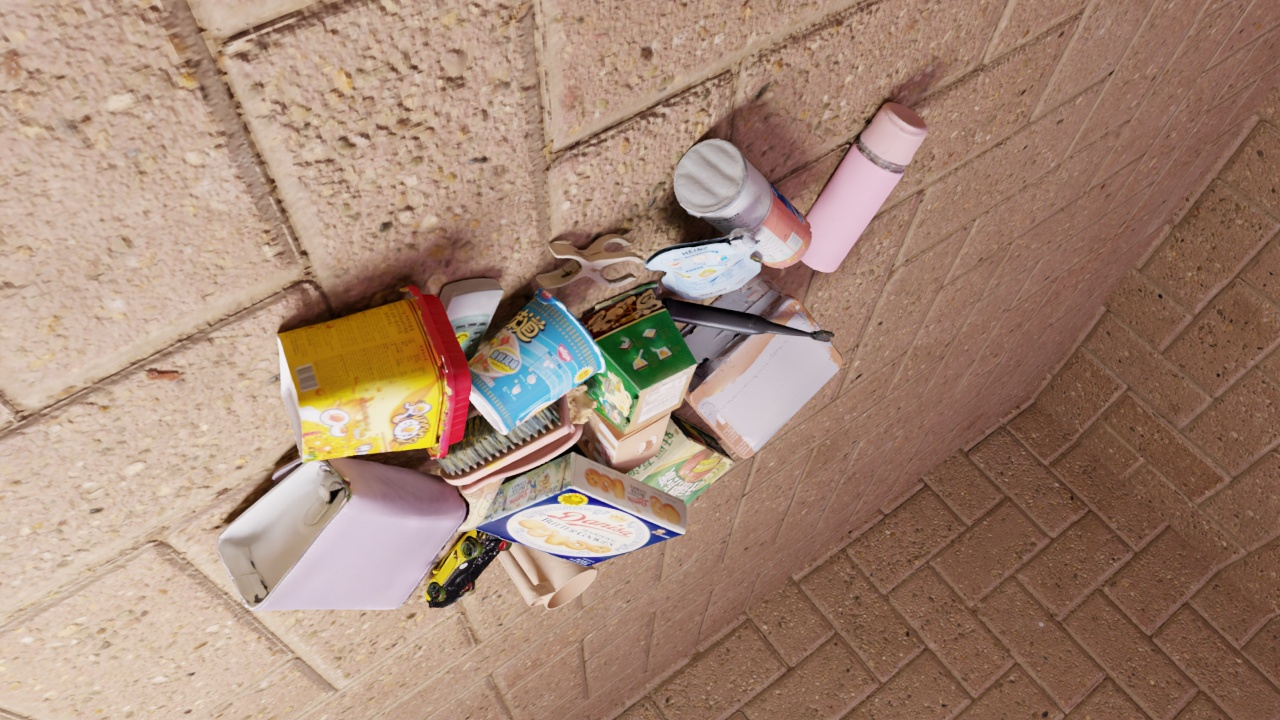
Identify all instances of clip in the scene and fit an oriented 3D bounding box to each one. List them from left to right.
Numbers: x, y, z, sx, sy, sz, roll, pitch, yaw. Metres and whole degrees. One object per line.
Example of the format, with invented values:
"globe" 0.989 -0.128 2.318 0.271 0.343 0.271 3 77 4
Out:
"clip" -0.042 -0.098 0.839 0.103 0.034 0.076 0 136 -44

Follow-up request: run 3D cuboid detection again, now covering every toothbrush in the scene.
"toothbrush" 0.124 -0.042 1.035 0.212 0.026 0.027 9 159 -18

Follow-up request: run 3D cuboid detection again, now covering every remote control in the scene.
"remote control" -0.166 -0.016 0.809 0.056 0.019 0.135 -13 144 -45

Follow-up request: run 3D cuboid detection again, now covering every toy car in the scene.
"toy car" -0.223 0.258 1.166 0.156 0.041 0.071 -52 153 21

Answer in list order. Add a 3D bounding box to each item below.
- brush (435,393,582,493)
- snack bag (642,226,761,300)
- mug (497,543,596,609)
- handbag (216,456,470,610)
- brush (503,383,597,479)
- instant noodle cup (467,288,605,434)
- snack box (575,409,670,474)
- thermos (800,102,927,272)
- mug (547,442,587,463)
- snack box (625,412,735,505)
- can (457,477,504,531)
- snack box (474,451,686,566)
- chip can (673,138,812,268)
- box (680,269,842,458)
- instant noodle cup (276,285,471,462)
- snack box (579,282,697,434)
"brush" -0.132 0.081 0.897 0.146 0.063 0.073 -29 126 10
"snack bag" 0.066 -0.095 0.910 0.110 0.039 0.191 -5 174 8
"mug" -0.135 0.276 1.248 0.124 0.103 0.084 -2 136 -54
"handbag" -0.269 0.159 0.863 0.145 0.098 0.197 -43 155 9
"brush" -0.129 0.090 0.997 0.045 0.083 0.255 -22 158 -49
"instant noodle cup" -0.104 0.006 0.829 0.109 0.099 0.099 -40 157 -15
"snack box" -0.028 0.068 1.059 0.076 0.094 0.093 -28 153 -27
"thermos" 0.250 -0.200 1.053 0.199 0.067 0.087 -61 180 36
"mug" -0.085 0.152 1.150 0.111 0.082 0.106 -7 149 -7
"snack box" 0.051 0.150 1.350 0.114 0.063 0.240 -42 156 6
"can" -0.180 0.129 0.988 0.058 0.058 0.117 -15 146 -44
"snack box" -0.072 0.182 1.081 0.177 0.045 0.183 28 140 -35
"chip can" 0.109 -0.149 0.916 0.071 0.071 0.214 -46 155 13
"box" 0.138 0.007 1.119 0.181 0.158 0.148 -41 156 1
"instant noodle cup" -0.208 0.018 0.710 0.123 0.116 0.116 -12 146 -27
"snack box" -0.006 0.006 0.973 0.117 0.105 0.118 -26 153 -31
